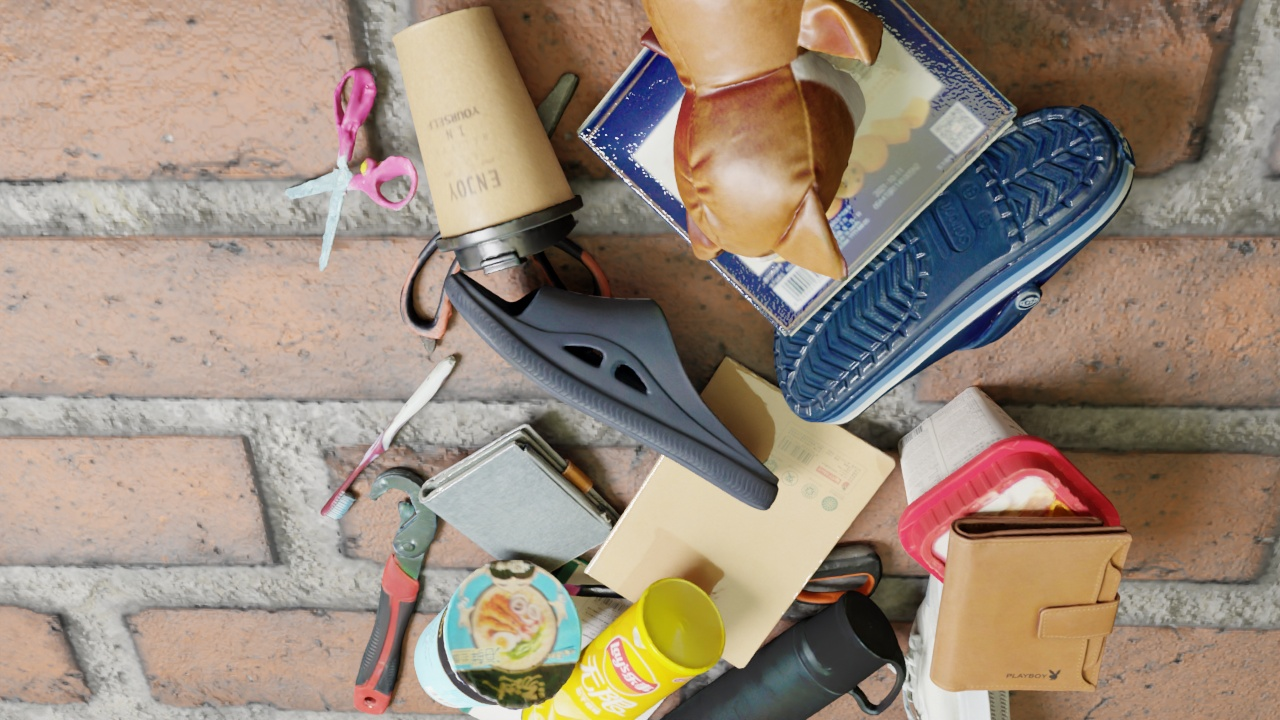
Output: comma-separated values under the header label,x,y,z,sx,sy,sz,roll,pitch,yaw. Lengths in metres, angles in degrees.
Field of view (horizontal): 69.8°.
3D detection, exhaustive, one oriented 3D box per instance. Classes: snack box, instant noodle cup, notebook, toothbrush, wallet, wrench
label,x,y,z,sx,sy,sz,roll,pitch,yaw
snack box,0.086,-0.139,0.542,0.182,0.045,0.178,44,112,-1
instant noodle cup,0.241,0.090,0.634,0.116,0.124,0.117,40,113,-17
notebook,0.071,0.119,0.692,0.148,0.008,0.208,32,106,-1
toothbrush,-0.193,0.063,0.704,0.017,0.016,0.188,33,115,-22
toothbrush,0.001,0.186,0.732,0.189,0.017,0.014,-1,105,8
notebook,-0.049,0.275,0.808,0.150,0.012,0.210,30,114,-11
wallet,-0.088,0.111,0.708,0.107,0.037,0.130,-32,125,14
wrench,-0.212,0.206,0.778,0.056,0.016,0.274,13,117,-4
instant noodle cup,-0.122,0.225,0.727,0.111,0.111,0.121,34,142,-14
wallet,0.244,0.157,0.583,0.108,0.031,0.132,-1,119,4

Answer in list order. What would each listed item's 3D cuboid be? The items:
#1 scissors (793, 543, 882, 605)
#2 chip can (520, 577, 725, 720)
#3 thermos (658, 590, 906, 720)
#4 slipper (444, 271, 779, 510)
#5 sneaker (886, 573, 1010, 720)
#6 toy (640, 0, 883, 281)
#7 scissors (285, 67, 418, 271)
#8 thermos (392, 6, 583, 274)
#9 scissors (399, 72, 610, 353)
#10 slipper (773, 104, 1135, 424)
label,x,y,z,sx,sy,sz,roll,pitch,yaw
scissors,0.084,0.159,0.734,0.221,0.021,0.232,8,115,-1
chip can,-0.019,0.248,0.717,0.072,0.071,0.214,28,131,-12
thermos,0.108,0.286,0.753,0.243,0.068,0.090,-45,75,29
slipper,-0.004,0.004,0.609,0.268,0.111,0.083,34,90,-18
sneaker,0.245,0.245,0.745,0.091,0.089,0.242,2,110,35
toy,0.062,-0.141,0.471,0.130,0.140,0.200,-14,108,-25
scissors,-0.186,-0.123,0.581,0.134,0.017,0.134,-3,89,36
thermos,-0.094,-0.129,0.547,0.093,0.093,0.143,-15,104,10
scissors,-0.098,-0.092,0.619,0.189,0.015,0.223,-21,113,14
slipper,0.192,-0.055,0.583,0.095,0.105,0.253,20,128,-40
